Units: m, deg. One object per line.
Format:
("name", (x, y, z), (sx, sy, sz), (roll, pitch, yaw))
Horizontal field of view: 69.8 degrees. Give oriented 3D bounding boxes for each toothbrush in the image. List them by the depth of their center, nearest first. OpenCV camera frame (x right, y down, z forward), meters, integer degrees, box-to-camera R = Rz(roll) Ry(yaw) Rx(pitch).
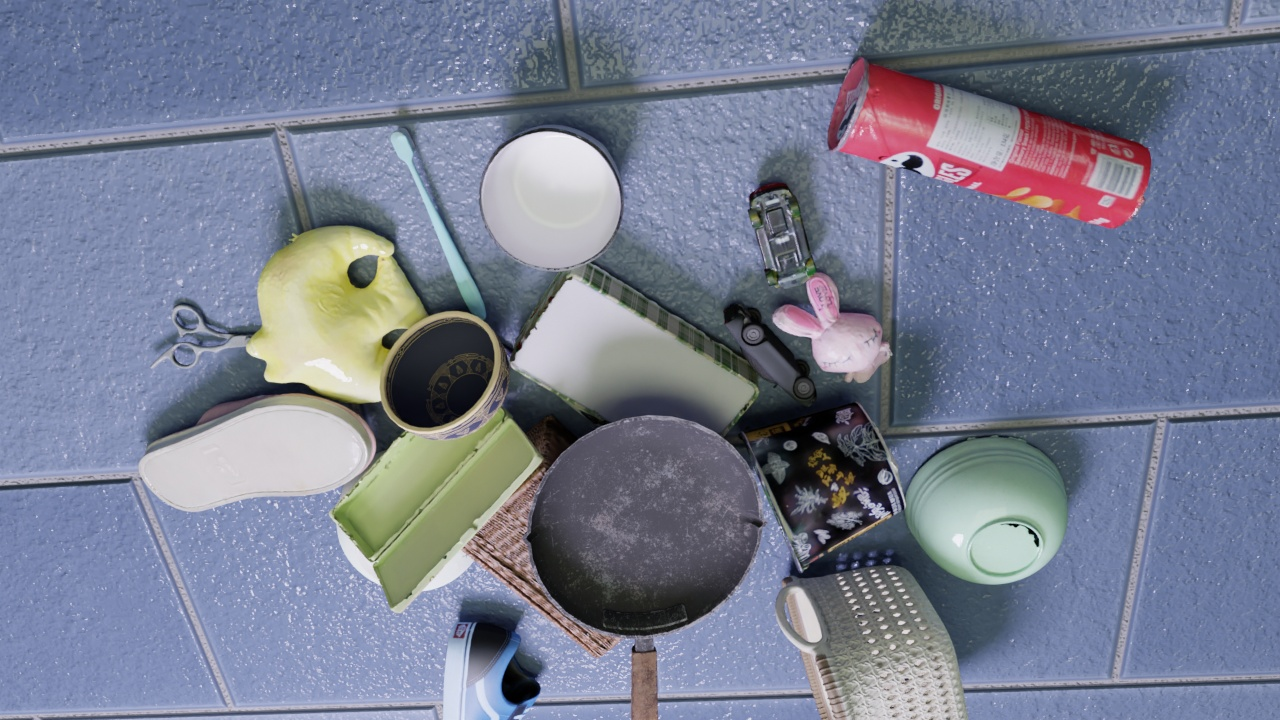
("toothbrush", (-0.170, -0.113, 0.788), (0.016, 0.016, 0.181), (-16, 117, 9))
("toothbrush", (-0.096, 0.013, 0.845), (0.189, 0.017, 0.016), (37, 110, -14))

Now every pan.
("pan", (0.002, 0.215, 0.806), (0.207, 0.040, 0.357), (-1, 105, -10))

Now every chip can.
("chip can", (0.266, -0.164, 0.703), (0.233, 0.073, 0.073), (15, 117, -5))

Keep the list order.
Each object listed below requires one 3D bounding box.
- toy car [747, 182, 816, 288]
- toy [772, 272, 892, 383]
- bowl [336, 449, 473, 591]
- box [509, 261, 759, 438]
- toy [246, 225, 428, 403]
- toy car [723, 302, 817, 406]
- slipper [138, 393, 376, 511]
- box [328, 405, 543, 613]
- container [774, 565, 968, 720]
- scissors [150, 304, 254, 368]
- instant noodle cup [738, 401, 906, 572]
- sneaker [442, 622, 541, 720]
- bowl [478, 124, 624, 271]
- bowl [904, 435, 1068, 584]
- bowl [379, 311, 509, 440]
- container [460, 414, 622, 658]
("toy car", (0.117, -0.102, 0.763), (0.042, 0.036, 0.091), (-16, 114, 11))
("toy", (0.170, -0.023, 0.795), (0.110, 0.047, 0.064), (40, 104, -12))
("bowl", (-0.229, 0.168, 0.903), (0.153, 0.072, 0.154), (1, 116, 2))
("box", (-0.005, 0.005, 0.820), (0.205, 0.049, 0.118), (30, 118, -11))
("toy", (-0.266, -0.034, 0.806), (0.155, 0.064, 0.170), (-26, 117, -5))
("toy car", (0.113, -0.004, 0.808), (0.034, 0.046, 0.112), (-40, 107, 19))
("slipper", (-0.365, 0.085, 0.877), (0.275, 0.054, 0.114), (-13, 119, 22))
("box", (-0.182, 0.116, 0.825), (0.187, 0.141, 0.044), (-48, 144, 0))
("container", (0.228, 0.322, 0.900), (0.143, 0.184, 0.246), (-18, 116, 1))
("scissors", (-0.373, -0.010, 0.851), (0.170, 0.014, 0.095), (18, 108, -4))
("instant noodle cup", (0.165, 0.104, 0.820), (0.112, 0.137, 0.137), (-24, 114, 3))
("sneaker", (-0.163, 0.397, 1.012), (0.098, 0.083, 0.242), (7, 115, 1))
("bowl", (-0.068, -0.136, 0.740), (0.116, 0.065, 0.116), (2, 117, 3))
("bowl", (0.330, 0.153, 0.859), (0.151, 0.076, 0.151), (1, 118, 2))
("bowl", (-0.161, 0.021, 0.796), (0.112, 0.112, 0.061), (-17, 151, 11))
("container", (-0.065, 0.163, 0.867), (0.113, 0.113, 0.198), (-41, 109, 16))
